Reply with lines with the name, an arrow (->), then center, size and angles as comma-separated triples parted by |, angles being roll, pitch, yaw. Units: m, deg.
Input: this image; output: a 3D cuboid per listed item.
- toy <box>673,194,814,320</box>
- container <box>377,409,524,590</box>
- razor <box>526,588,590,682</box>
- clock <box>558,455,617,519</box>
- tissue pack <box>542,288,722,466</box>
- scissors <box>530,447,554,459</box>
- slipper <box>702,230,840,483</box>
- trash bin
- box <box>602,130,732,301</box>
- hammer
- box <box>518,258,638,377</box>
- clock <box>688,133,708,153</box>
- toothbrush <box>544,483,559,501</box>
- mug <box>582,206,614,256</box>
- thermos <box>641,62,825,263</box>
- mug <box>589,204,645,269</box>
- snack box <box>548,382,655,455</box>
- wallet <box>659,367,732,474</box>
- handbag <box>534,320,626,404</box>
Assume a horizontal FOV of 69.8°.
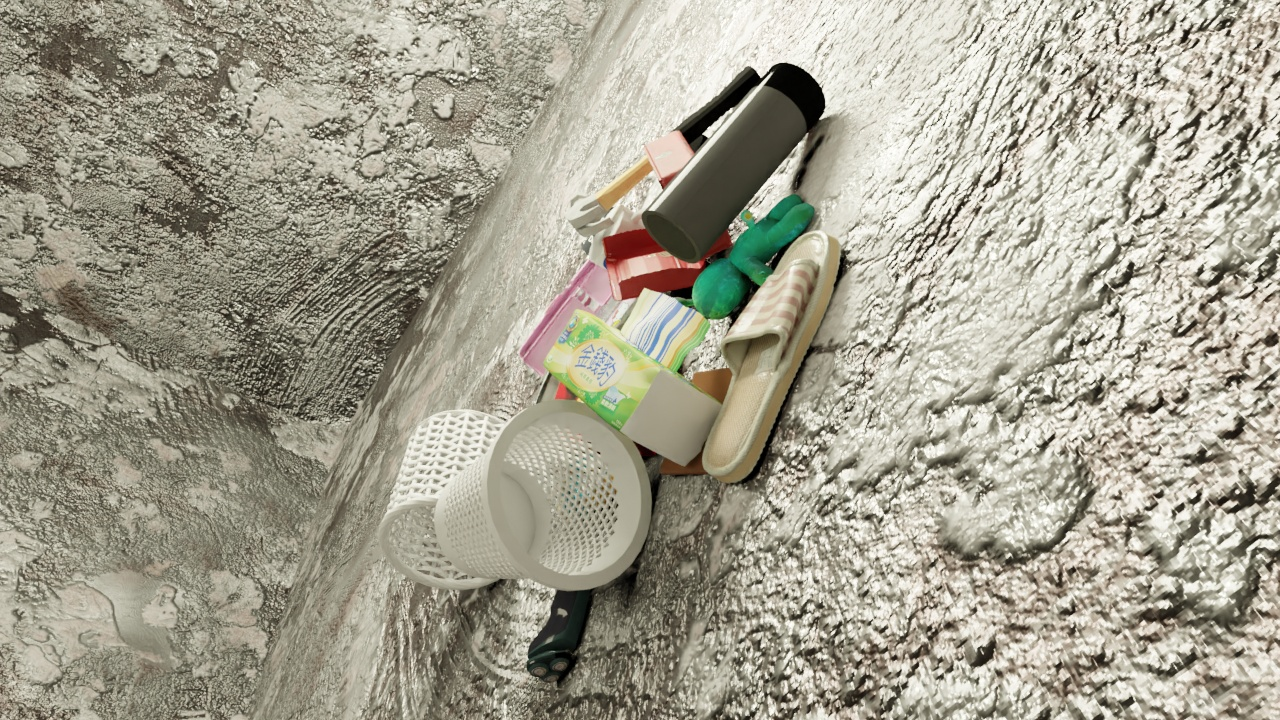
toy -> 0.108, -0.107, 1.004 | 0.193, 0.072, 0.130 | -47, 23, 14
container -> -0.264, 0.200, 1.329 | 0.190, 0.189, 0.186 | -49, 23, 31
razor -> -0.084, 0.281, 1.014 | 0.052, 0.047, 0.142 | -7, 52, 37
clock -> -0.059, 0.142, 1.125 | 0.130, 0.043, 0.098 | -32, 35, 41
tissue pack -> 0.005, -0.002, 0.967 | 0.198, 0.120, 0.141 | 35, 94, 46
scissors -> -0.095, 0.096, 1.189 | 0.184, 0.015, 0.180 | -49, -13, -33
slipper -> 0.117, -0.011, 0.879 | 0.262, 0.052, 0.115 | -67, 20, -11
trash bin -> -0.125, 0.162, 1.010 | 0.200, 0.195, 0.195 | -27, 40, 50
box -> 0.027, -0.189, 1.162 | 0.156, 0.156, 0.170 | -108, 11, -61
hammer -> 0.031, -0.289, 1.275 | 0.328, 0.039, 0.131 | -38, 24, 11
box -> -0.086, -0.046, 1.387 | 0.201, 0.066, 0.153 | -52, 52, 7
clock -> 0.076, -0.266, 1.304 | 0.121, 0.042, 0.091 | -61, 20, 5
toothbrush -> -0.087, 0.136, 1.232 | 0.182, 0.018, 0.015 | -48, 25, 31
mug -> -0.034, -0.184, 1.447 | 0.077, 0.071, 0.105 | -56, 48, 17
thermos -> 0.107, -0.224, 1.034 | 0.240, 0.082, 0.082 | -50, 17, -14
mug -> -0.004, -0.170, 1.309 | 0.122, 0.090, 0.090 | -43, 28, 41
snack box -> -0.033, 0.038, 1.097 | 0.133, 0.036, 0.151 | -3, 55, 26
wallet -> 0.064, 0.064, 0.966 | 0.088, 0.013, 0.120 | -11, 54, 59
handbag -> -0.077, 0.004, 1.257 | 0.175, 0.074, 0.152 | -51, -4, -30
